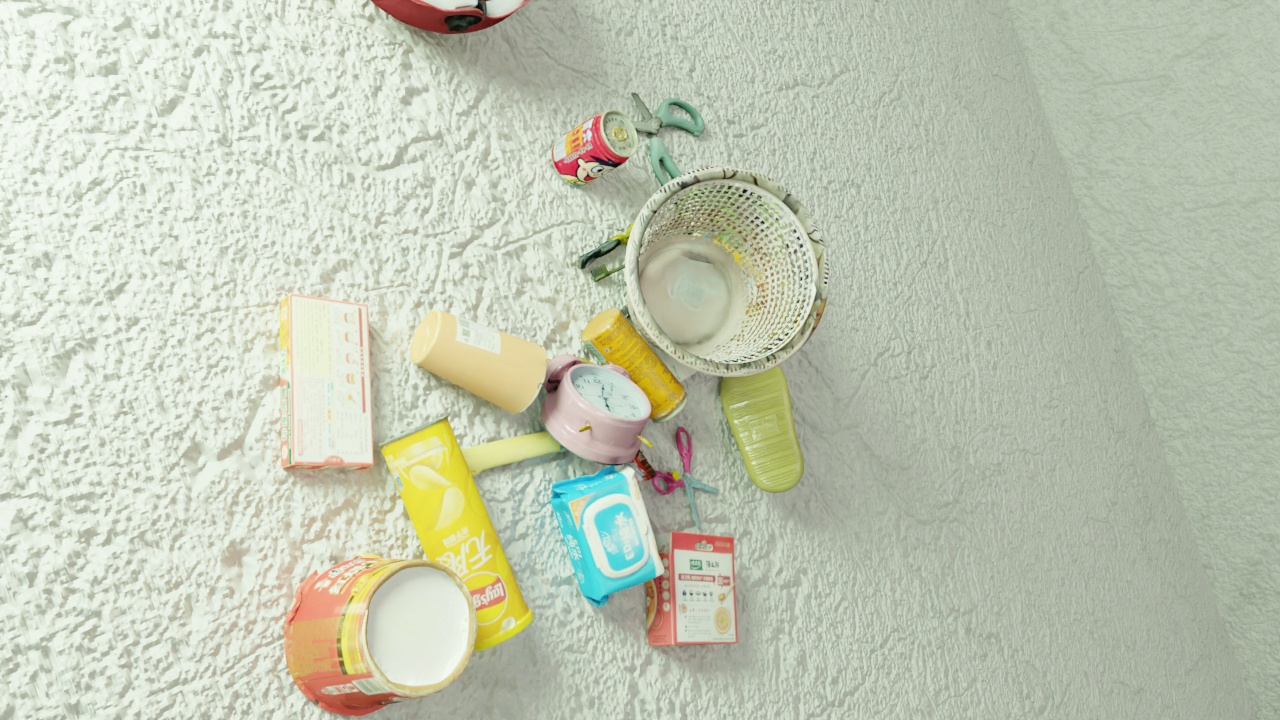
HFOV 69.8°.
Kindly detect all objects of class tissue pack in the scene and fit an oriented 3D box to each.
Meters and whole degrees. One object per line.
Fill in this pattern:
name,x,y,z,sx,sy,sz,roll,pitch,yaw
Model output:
tissue pack,-0.035,0.184,0.988,0.089,0.063,0.140,-18,91,-25

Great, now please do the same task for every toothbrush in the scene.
toothbrush,0.016,-0.144,1.157,0.185,0.012,0.017,-29,86,-22
toothbrush,0.039,-0.116,1.166,0.016,0.014,0.189,46,75,-4

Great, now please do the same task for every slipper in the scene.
slipper,0.165,0.090,1.241,0.082,0.091,0.190,69,7,-70

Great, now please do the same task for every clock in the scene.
clock,-0.051,0.044,1.014,0.117,0.060,0.158,13,28,-30

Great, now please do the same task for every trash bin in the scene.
trash bin,0.075,-0.088,1.059,0.227,0.192,0.227,1,85,-13

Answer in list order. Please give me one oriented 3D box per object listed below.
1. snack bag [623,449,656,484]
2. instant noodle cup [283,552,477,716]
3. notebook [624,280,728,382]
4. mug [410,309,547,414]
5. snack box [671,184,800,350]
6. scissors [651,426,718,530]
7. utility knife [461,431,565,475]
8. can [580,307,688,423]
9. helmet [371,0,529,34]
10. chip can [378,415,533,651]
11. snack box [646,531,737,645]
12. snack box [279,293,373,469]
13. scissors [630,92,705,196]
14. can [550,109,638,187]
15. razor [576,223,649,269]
snack bag,-0.022,0.146,1.058,0.048,0.026,0.103,53,45,-6
instant noodle cup,-0.212,0.230,0.775,0.137,0.109,0.137,17,65,-41
notebook,0.073,-0.070,1.243,0.208,0.012,0.150,-31,97,-46
mug,-0.166,-0.002,0.931,0.122,0.078,0.078,26,59,-33
snack box,0.133,-0.125,1.260,0.157,0.070,0.210,5,71,-41
scissors,0.057,0.144,1.149,0.133,0.017,0.135,23,59,-44
utility knife,-0.119,0.094,0.983,0.212,0.022,0.031,-10,84,-40
can,-0.007,0.006,1.099,0.146,0.058,0.058,50,47,-21
helmet,-0.223,-0.440,0.979,0.239,0.144,0.207,-25,94,-33
chip can,-0.174,0.162,0.866,0.071,0.072,0.213,-26,94,-47
snack box,0.061,0.271,1.086,0.113,0.044,0.127,15,67,-41
snack box,-0.285,0.020,0.833,0.077,0.027,0.155,8,71,-43
scissors,0.049,-0.313,1.298,0.178,0.019,0.170,-43,106,-44
can,-0.056,-0.258,1.115,0.066,0.094,0.066,18,64,-41
razor,-0.035,-0.144,1.152,0.142,0.022,0.043,-33,144,-43
